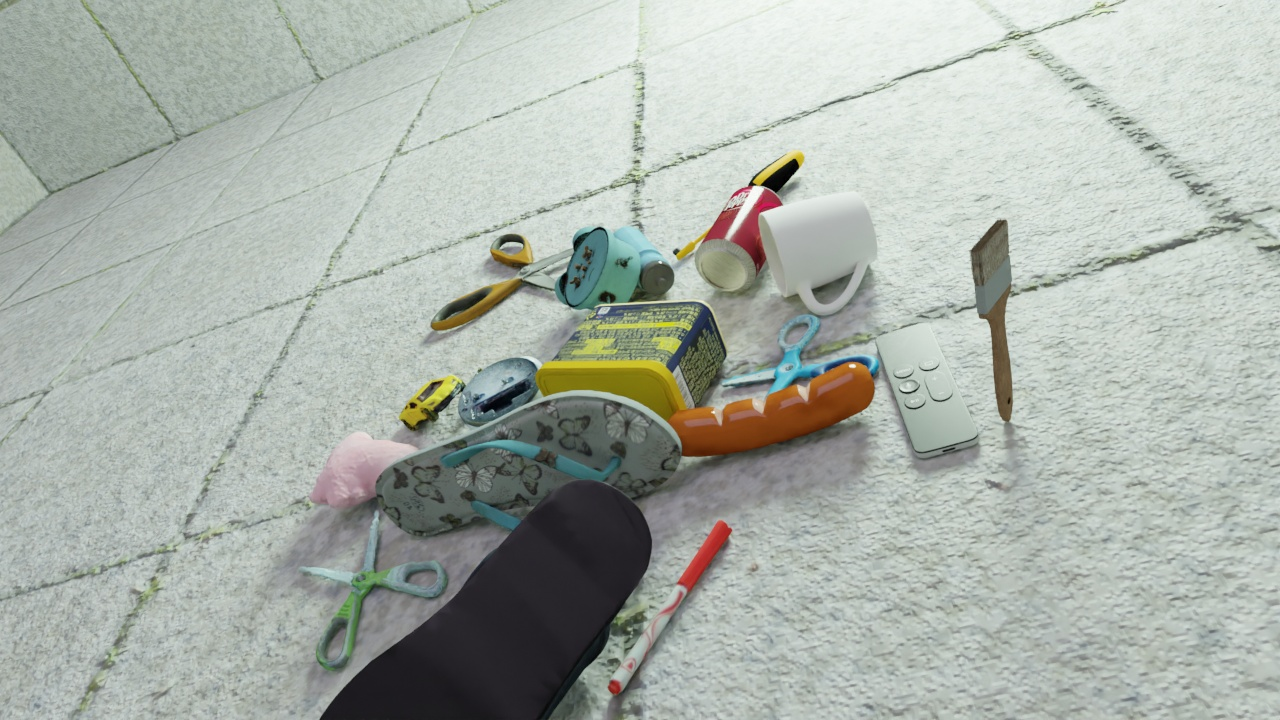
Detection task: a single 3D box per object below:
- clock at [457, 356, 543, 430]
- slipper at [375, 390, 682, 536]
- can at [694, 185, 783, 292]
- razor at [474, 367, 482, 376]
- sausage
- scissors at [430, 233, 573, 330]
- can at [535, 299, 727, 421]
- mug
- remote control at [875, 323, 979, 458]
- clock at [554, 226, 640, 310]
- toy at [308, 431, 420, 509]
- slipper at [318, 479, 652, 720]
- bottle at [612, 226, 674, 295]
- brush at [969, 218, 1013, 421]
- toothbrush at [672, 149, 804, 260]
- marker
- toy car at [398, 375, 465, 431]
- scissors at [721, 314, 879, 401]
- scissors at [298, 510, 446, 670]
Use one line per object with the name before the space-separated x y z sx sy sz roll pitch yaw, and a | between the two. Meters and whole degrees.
clock | -0.122 0.034 0.844 0.083 0.057 0.117 -28 37 2
slipper | -0.101 0.088 0.718 0.269 0.098 0.054 -14 20 20
can | 0.101 -0.122 0.915 0.063 0.063 0.113 -1 40 33
razor | -0.120 0.024 0.901 0.106 0.026 0.042 -7 35 21
sausage | 0.098 0.042 0.702 0.164 0.044 0.039 -17 -7 14
scissors | -0.159 -0.100 1.106 0.229 0.016 0.225 -35 34 -15
can | -0.005 0.005 0.799 0.135 0.075 0.104 -1 37 34
mug | 0.167 -0.095 0.833 0.087 0.081 0.114 -18 64 1
remote control | 0.212 0.019 0.690 0.045 0.008 0.146 -18 33 13
clock | -0.048 -0.093 0.959 0.124 0.053 0.090 31 99 62
toy | -0.260 0.104 0.853 0.103 0.050 0.093 5 40 34
slipper | -0.093 0.195 0.597 0.109 0.083 0.265 40 80 15
bottle | 0.003 -0.106 0.981 0.040 0.040 0.130 -28 32 -4
brush | 0.234 -0.018 0.601 0.008 0.143 0.045 10 38 41
toothbrush | 0.111 -0.173 1.015 0.196 0.031 0.031 -41 60 -15
marker | 0.021 0.163 0.613 0.013 0.013 0.141 8 46 41
toy car | -0.207 0.039 0.904 0.107 0.030 0.049 -21 25 54
scissors | 0.135 0.005 0.760 0.140 0.011 0.133 5 41 39
scissors | -0.223 0.181 0.758 0.166 0.024 0.171 -24 34 12
